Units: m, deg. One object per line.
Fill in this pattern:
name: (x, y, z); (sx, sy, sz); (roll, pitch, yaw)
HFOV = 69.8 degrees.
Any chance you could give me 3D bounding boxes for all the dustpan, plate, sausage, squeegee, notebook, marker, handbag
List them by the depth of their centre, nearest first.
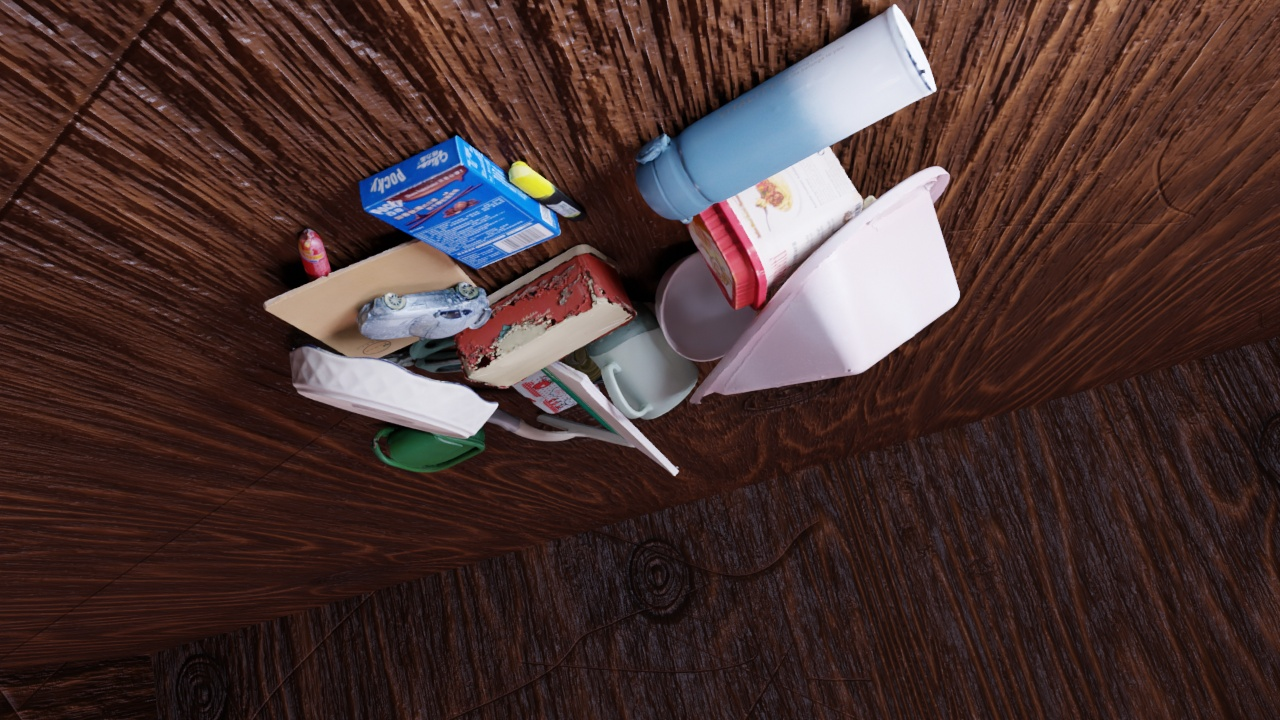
marker: (-0.072, -0.132, 0.732); (0.018, 0.015, 0.124); (-19, 166, 16)
sausage: (-0.263, -0.070, 0.756); (0.020, 0.020, 0.156); (-11, 163, -14)
notebook: (-0.225, -0.049, 0.832); (0.148, 0.008, 0.208); (-23, 166, 0)
dustpan: (0.172, -0.076, 0.853); (0.221, 0.139, 0.274); (-32, -166, -35)
plate: (-0.249, 0.035, 0.914); (0.205, 0.045, 0.205); (13, 169, 2)
notebook: (-0.053, 0.049, 1.037); (0.012, 0.150, 0.209); (-52, 135, -9)
squeegee: (-0.159, 0.082, 1.230); (0.246, 0.039, 0.247); (19, 174, -41)
handbag: (-0.282, 0.099, 1.238); (0.132, 0.068, 0.120); (-24, 154, 32)

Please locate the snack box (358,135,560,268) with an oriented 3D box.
snack box: (-0.133, -0.116, 0.704); (0.085, 0.026, 0.157); (-20, 163, 16)

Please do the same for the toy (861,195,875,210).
toy: (0.189, -0.127, 0.914); (0.105, 0.066, 0.157); (-59, 153, 0)

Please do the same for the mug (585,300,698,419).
mug: (-0.006, 0.006, 0.969); (0.082, 0.106, 0.111); (-20, -151, 40)

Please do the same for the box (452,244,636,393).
box: (-0.094, -0.033, 0.893); (0.169, 0.079, 0.091); (-28, 161, 18)

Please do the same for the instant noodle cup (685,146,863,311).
instant noodle cup: (0.112, -0.121, 0.778); (0.124, 0.116, 0.116); (-27, 164, -2)

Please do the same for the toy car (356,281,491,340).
toy car: (-0.193, -0.040, 0.826); (0.120, 0.036, 0.054); (-9, 161, -36)

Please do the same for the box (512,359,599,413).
box: (-0.107, 0.028, 1.172); (0.087, 0.048, 0.201); (-17, 163, 5)

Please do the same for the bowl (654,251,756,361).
bowl: (0.057, -0.064, 0.954); (0.118, 0.118, 0.065); (-6, -162, -27)

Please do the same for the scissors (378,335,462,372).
scissors: (-0.217, -0.006, 1.015); (0.174, 0.019, 0.177); (-21, 164, 14)

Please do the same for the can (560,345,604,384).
can: (-0.028, -0.008, 1.073); (0.075, 0.075, 0.111); (-28, 160, 37)

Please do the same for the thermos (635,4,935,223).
thermos: (0.096, -0.170, 0.663); (0.221, 0.070, 0.070); (-24, 162, 28)

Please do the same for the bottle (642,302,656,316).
bottle: (0.031, -0.041, 1.042); (0.108, 0.063, 0.063); (8, 156, -22)
